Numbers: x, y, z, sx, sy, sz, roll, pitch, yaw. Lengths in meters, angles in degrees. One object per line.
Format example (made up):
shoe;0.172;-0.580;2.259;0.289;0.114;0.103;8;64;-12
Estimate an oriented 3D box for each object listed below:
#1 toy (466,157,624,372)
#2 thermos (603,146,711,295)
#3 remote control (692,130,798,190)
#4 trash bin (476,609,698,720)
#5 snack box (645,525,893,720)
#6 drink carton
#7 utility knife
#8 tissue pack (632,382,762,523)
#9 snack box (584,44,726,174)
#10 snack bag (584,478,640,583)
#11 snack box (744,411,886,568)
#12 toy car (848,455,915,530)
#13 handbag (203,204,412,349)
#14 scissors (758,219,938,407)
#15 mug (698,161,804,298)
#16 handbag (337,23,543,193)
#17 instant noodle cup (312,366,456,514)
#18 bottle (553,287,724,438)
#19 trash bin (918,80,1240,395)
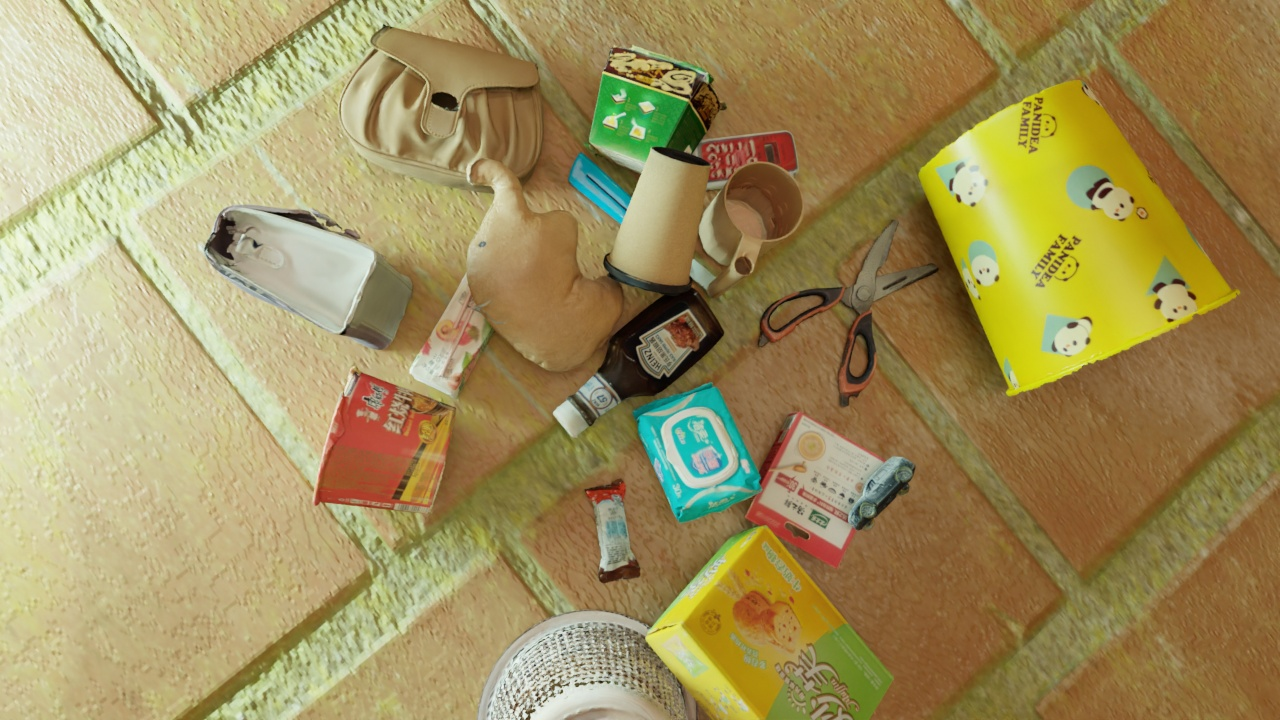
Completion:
toy;-0.111;-0.092;0.913;0.143;0.083;0.226;-49;115;-30
thermos;0.020;-0.133;0.907;0.093;0.093;0.143;14;111;-5
remote control;0.106;-0.220;1.010;0.136;0.020;0.056;-8;86;-7
trash bin;-0.043;0.359;0.848;0.227;0.192;0.227;1;84;-6
snack box;0.130;0.292;0.901;0.210;0.070;0.157;50;51;1
drink carton;-0.184;-0.026;0.945;0.053;0.045;0.122;28;81;-2
utility knife;0.007;-0.144;0.994;0.214;0.018;0.034;40;81;-2
tissue pack;0.057;0.092;0.941;0.093;0.050;0.133;-22;65;-7
snack box;0.013;-0.249;0.956;0.117;0.118;0.105;23;93;16
snack bag;-0.029;0.177;0.951;0.045;0.026;0.105;-8;86;-16
snack box;0.182;0.136;0.969;0.113;0.044;0.127;30;81;-3
toy car;0.244;0.135;0.934;0.090;0.043;0.034;-42;65;-14
handbag;-0.303;-0.080;0.863;0.145;0.197;0.098;19;84;-4
scissors;0.230;-0.059;1.010;0.189;0.015;0.226;12;82;-5
mug;0.106;-0.130;0.952;0.084;0.104;0.124;20;77;-8
handbag;-0.198;-0.257;0.941;0.204;0.100;0.147;11;85;-9
instant noodle cup;-0.245;0.086;0.890;0.108;0.138;0.137;16;82;-13
bottle;-0.006;0.006;0.956;0.194;0.044;0.080;-39;115;-8
trash bin;0.428;-0.126;0.941;0.229;0.230;0.255;-24;82;-8
